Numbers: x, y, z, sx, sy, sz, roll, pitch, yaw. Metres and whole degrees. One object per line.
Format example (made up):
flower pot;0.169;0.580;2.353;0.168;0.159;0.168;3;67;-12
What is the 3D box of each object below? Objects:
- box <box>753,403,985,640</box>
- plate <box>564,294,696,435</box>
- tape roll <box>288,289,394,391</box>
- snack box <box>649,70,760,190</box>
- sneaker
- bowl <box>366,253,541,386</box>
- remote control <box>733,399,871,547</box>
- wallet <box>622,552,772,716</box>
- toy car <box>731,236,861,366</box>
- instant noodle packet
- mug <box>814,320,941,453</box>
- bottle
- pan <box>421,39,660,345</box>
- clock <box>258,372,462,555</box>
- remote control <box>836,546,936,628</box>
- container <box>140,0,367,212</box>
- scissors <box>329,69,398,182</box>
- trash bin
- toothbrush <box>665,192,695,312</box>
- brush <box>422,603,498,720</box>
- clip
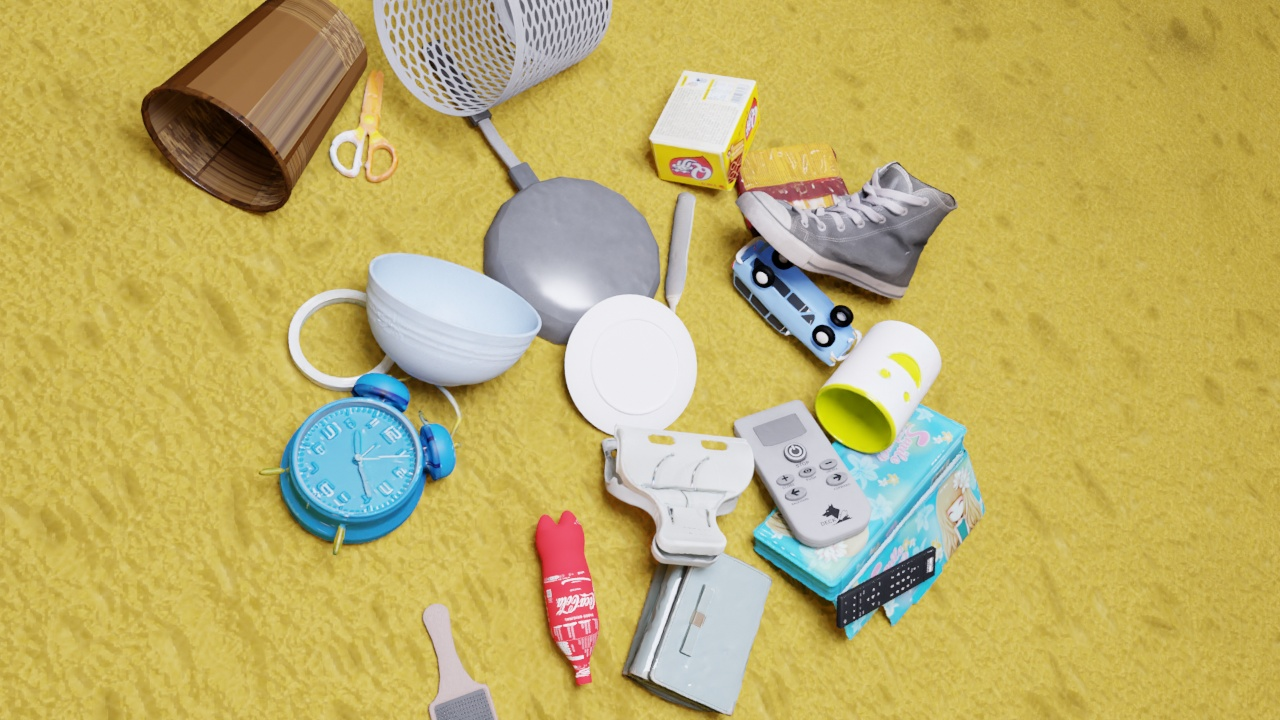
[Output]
box;0.235;0.147;0.869;0.226;0.084;0.171;-40;85;-27
plate;-0.005;0.005;0.857;0.134;0.011;0.134;1;87;-24
tape roll;-0.260;-0.018;0.806;0.093;0.013;0.093;6;68;-16
snack box;0.069;-0.239;0.956;0.084;0.061;0.105;14;62;20
sneaker;0.205;-0.148;0.913;0.234;0.120;0.095;16;28;-25
bowl;-0.168;-0.026;0.787;0.150;0.150;0.075;22;108;-9
remote control;0.150;0.102;0.849;0.074;0.019;0.151;-18;50;-13
wallet;0.051;0.229;0.793;0.100;0.054;0.131;23;68;-6
toy car;0.156;-0.057;0.932;0.153;0.055;0.056;45;49;4
instant noodle packet;0.168;-0.185;0.995;0.135;0.040;0.098;-12;77;-18
mug;0.228;0.024;0.879;0.082;0.083;0.105;43;58;2
bottle;-0.059;0.198;0.771;0.042;0.042;0.141;-5;71;-20
pan;-0.111;-0.176;0.899;0.178;0.041;0.357;-31;81;-26
clock;-0.221;0.075;0.756;0.117;0.060;0.161;43;61;3
remote control;0.224;0.203;0.829;0.139;0.009;0.030;-14;109;-37
container;-0.328;-0.237;0.812;0.132;0.132;0.166;27;58;-6
scissors;-0.266;-0.231;0.889;0.065;0.013;0.128;4;69;-17
trash bin;-0.130;-0.334;0.870;0.156;0.157;0.182;43;42;2
toothbrush;0.037;-0.087;0.925;0.022;0.024;0.185;-4;65;23
brush;-0.147;0.261;0.733;0.049;0.015;0.135;-14;75;-21
clip;0.037;0.101;0.792;0.126;0.105;0.151;7;24;-13
